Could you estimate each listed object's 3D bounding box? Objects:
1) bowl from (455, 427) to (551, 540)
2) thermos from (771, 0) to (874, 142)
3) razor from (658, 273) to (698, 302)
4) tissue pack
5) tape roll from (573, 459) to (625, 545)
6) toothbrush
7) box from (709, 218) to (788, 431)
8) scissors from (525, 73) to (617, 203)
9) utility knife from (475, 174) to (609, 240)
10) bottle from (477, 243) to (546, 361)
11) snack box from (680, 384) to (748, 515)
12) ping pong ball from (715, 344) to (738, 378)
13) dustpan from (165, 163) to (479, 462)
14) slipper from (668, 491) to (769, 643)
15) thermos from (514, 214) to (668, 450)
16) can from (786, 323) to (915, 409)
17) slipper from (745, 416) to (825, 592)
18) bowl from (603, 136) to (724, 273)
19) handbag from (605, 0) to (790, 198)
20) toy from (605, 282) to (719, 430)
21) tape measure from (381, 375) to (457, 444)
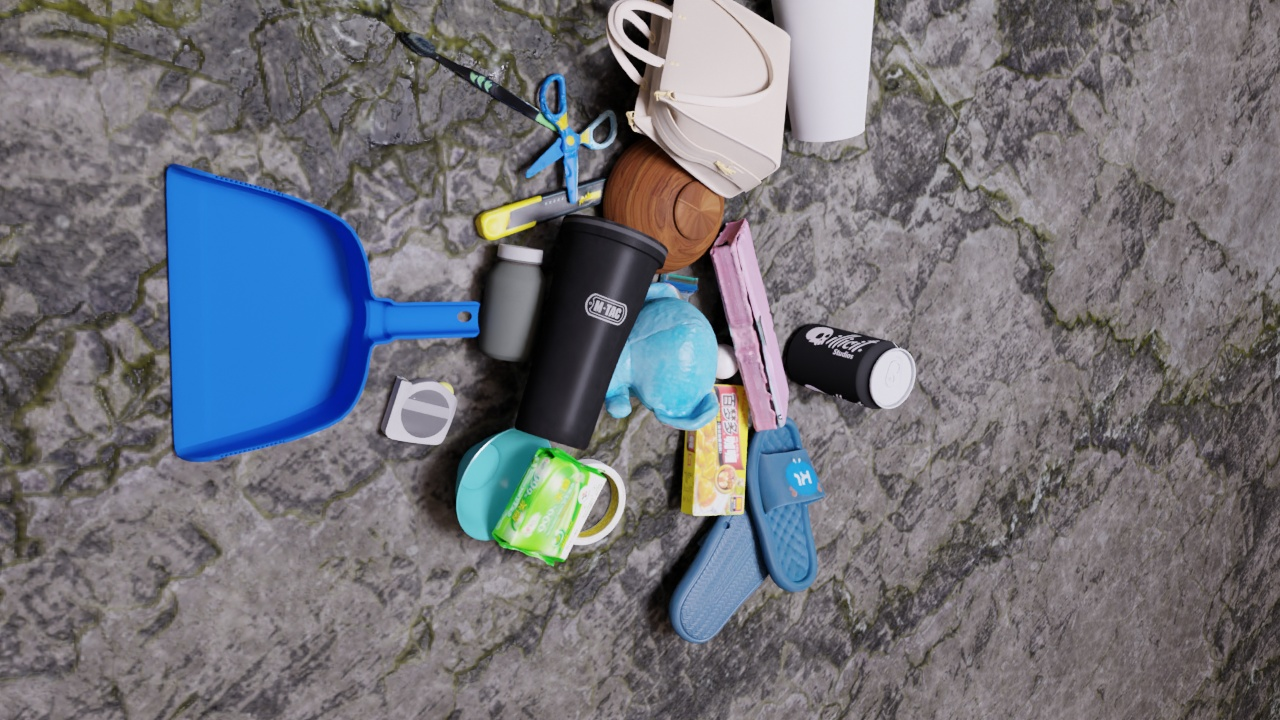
[{"bbox_3d":[-0.148,0.115,0.919,0.120,0.046,0.121,-26,128,-39],"label":"bowl"},{"bbox_3d":[0.198,-0.357,0.990,0.131,0.131,0.222,-23,121,-26],"label":"thermos"},{"bbox_3d":[0.031,-0.026,1.023,0.044,0.018,0.141,10,101,2],"label":"razor"},{"bbox_3d":[-0.091,0.149,0.939,0.099,0.034,0.114,34,81,-51],"label":"tissue pack"},{"bbox_3d":[-0.061,0.156,1.009,0.093,0.019,0.094,-8,106,-30],"label":"tape roll"},{"bbox_3d":[-0.139,-0.256,0.860,0.188,0.017,0.014,24,86,-35],"label":"toothbrush"},{"bbox_3d":[0.131,-0.039,1.046,0.098,0.041,0.233,-55,133,-58],"label":"box"},{"bbox_3d":[-0.066,-0.219,0.911,0.125,0.016,0.125,-8,99,-33],"label":"scissors"},{"bbox_3d":[-0.074,-0.161,0.924,0.197,0.020,0.029,-24,115,-27],"label":"utility knife"},{"bbox_3d":[-0.123,-0.056,0.892,0.060,0.060,0.108,3,100,-33],"label":"bottle"},{"bbox_3d":[0.088,0.103,1.068,0.075,0.025,0.152,4,88,-33],"label":"snack box"},{"bbox_3d":[0.094,0.001,1.055,0.040,0.040,0.040,-8,106,-31],"label":"ping pong ball"},{"bbox_3d":[-0.268,-0.039,0.808,0.257,0.059,0.246,-3,104,-33],"label":"dustpan"},{"bbox_3d":[0.100,0.243,1.111,0.213,0.059,0.104,-47,112,-28],"label":"slipper"},{"bbox_3d":[-0.053,-0.029,0.873,0.105,0.106,0.218,21,84,-34],"label":"thermos"},{"bbox_3d":[0.246,0.006,1.088,0.080,0.146,0.080,-8,106,-31],"label":"can"},{"bbox_3d":[0.178,0.171,1.107,0.103,0.059,0.213,3,77,-38],"label":"slipper"},{"bbox_3d":[0.040,-0.159,0.955,0.147,0.069,0.147,-12,110,-36],"label":"bowl"},{"bbox_3d":[0.049,-0.286,0.898,0.197,0.102,0.194,25,59,-29],"label":"handbag"},{"bbox_3d":[-0.006,0.006,0.956,0.180,0.183,0.115,-13,153,-7],"label":"toy"},{"bbox_3d":[-0.213,0.048,0.887,0.065,0.017,0.064,17,93,-34],"label":"tape measure"}]
